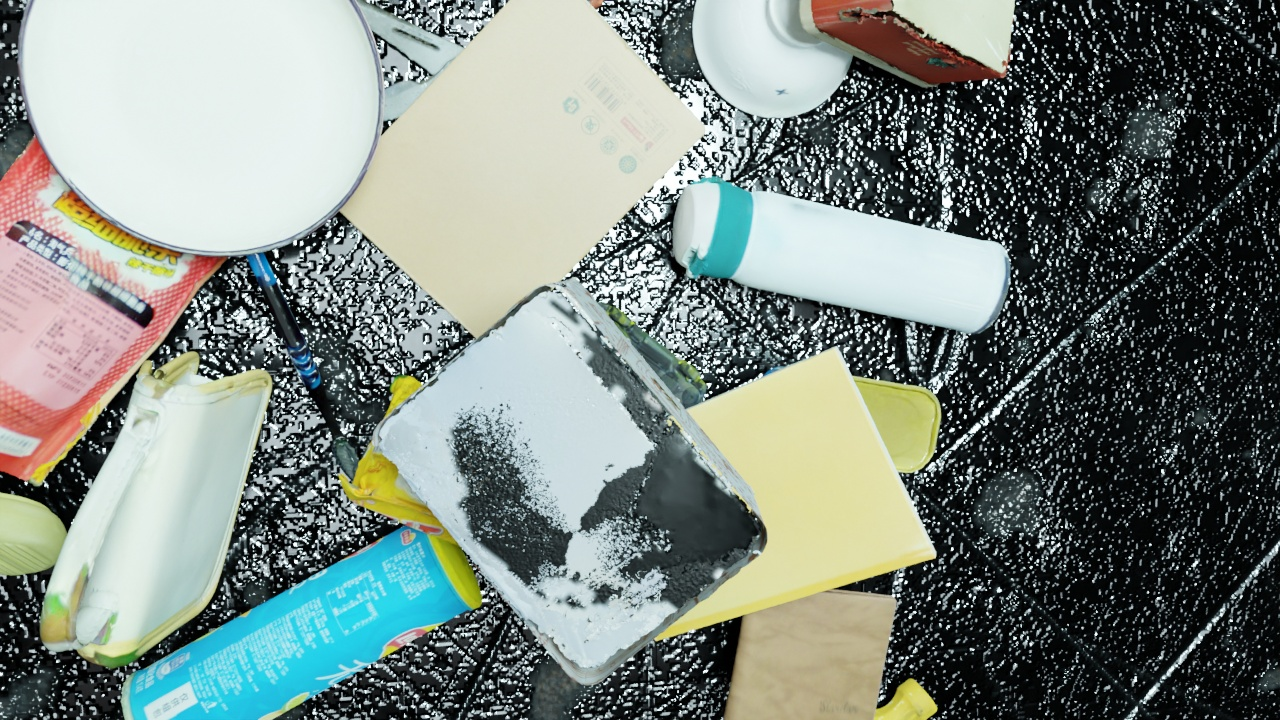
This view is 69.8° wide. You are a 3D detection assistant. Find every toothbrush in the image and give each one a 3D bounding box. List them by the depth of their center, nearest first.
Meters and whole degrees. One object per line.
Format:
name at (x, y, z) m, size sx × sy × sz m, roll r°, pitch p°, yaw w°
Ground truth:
toothbrush at (-0.217, -0.006, 0.584) m, size 0.014 × 0.016 × 0.189 m, roll -24°, pitch 106°, yaw -17°

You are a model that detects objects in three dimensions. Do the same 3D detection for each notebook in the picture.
notebook at (0.064, 0.094, 0.595) m, size 0.207 × 0.010 × 0.146 m, roll -25°, pitch 95°, yaw 25°
notebook at (-0.079, -0.129, 0.598) m, size 0.148 × 0.008 × 0.208 m, roll 44°, pitch 94°, yaw -12°

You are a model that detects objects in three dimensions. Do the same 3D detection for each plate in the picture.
plate at (-0.246, -0.158, 0.530) m, size 0.192 × 0.039 × 0.192 m, roll -2°, pitch 103°, yaw -10°

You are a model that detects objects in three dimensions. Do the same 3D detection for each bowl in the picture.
bowl at (0.099, -0.226, 0.606) m, size 0.118 × 0.065 × 0.118 m, roll -1°, pitch 94°, yaw -10°

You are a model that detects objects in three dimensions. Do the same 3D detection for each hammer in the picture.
hammer at (0.089, 0.178, 0.657) m, size 0.128 × 0.033 × 0.301 m, roll -35°, pitch 100°, yaw -7°

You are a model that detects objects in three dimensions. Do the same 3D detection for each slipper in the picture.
slipper at (-0.430, 0.081, 0.539) m, size 0.190 × 0.092 × 0.081 m, roll 5°, pitch 56°, yaw -3°

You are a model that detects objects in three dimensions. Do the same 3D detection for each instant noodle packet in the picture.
instant noodle packet at (-0.116, 0.071, 0.579) m, size 0.128 × 0.110 × 0.044 m, roll 26°, pitch 126°, yaw -13°

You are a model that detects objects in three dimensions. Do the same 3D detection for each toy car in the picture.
toy car at (-0.004, 0.004, 0.622) m, size 0.105 × 0.032 × 0.048 m, roll 38°, pitch 96°, yaw -8°

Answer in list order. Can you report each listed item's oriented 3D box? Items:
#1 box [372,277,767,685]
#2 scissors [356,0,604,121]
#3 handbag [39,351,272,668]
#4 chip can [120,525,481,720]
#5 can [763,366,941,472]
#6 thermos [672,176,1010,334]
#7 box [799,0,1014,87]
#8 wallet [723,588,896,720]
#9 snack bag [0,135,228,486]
box at (-0.036, 0.064, 0.532) m, size 0.150 × 0.166 × 0.182 m, roll -39°, pitch 92°, yaw 8°
scissors at (-0.090, -0.185, 0.602) m, size 0.225 × 0.015 × 0.189 m, roll -31°, pitch 100°, yaw -5°
handbag at (-0.278, 0.081, 0.509) m, size 0.063 × 0.179 × 0.163 m, roll 16°, pitch 93°, yaw -6°
chip can at (-0.210, 0.176, 0.584) m, size 0.210 × 0.071 × 0.071 m, roll -29°, pitch 99°, yaw -6°
can at (0.137, 0.037, 0.626) m, size 0.102 × 0.083 × 0.057 m, roll 9°, pitch 93°, yaw -11°
thermos at (0.133, -0.073, 0.626) m, size 0.224 × 0.073 × 0.073 m, roll 11°, pitch 93°, yaw -11°
box at (0.180, -0.234, 0.572) m, size 0.168 × 0.078 × 0.091 m, roll 1°, pitch 96°, yaw -46°
wallet at (0.119, 0.207, 0.639) m, size 0.115 × 0.020 × 0.101 m, roll 8°, pitch 94°, yaw -14°
snack bag at (-0.346, -0.039, 0.547) m, size 0.128 × 0.073 × 0.207 m, roll 35°, pitch 80°, yaw -18°
